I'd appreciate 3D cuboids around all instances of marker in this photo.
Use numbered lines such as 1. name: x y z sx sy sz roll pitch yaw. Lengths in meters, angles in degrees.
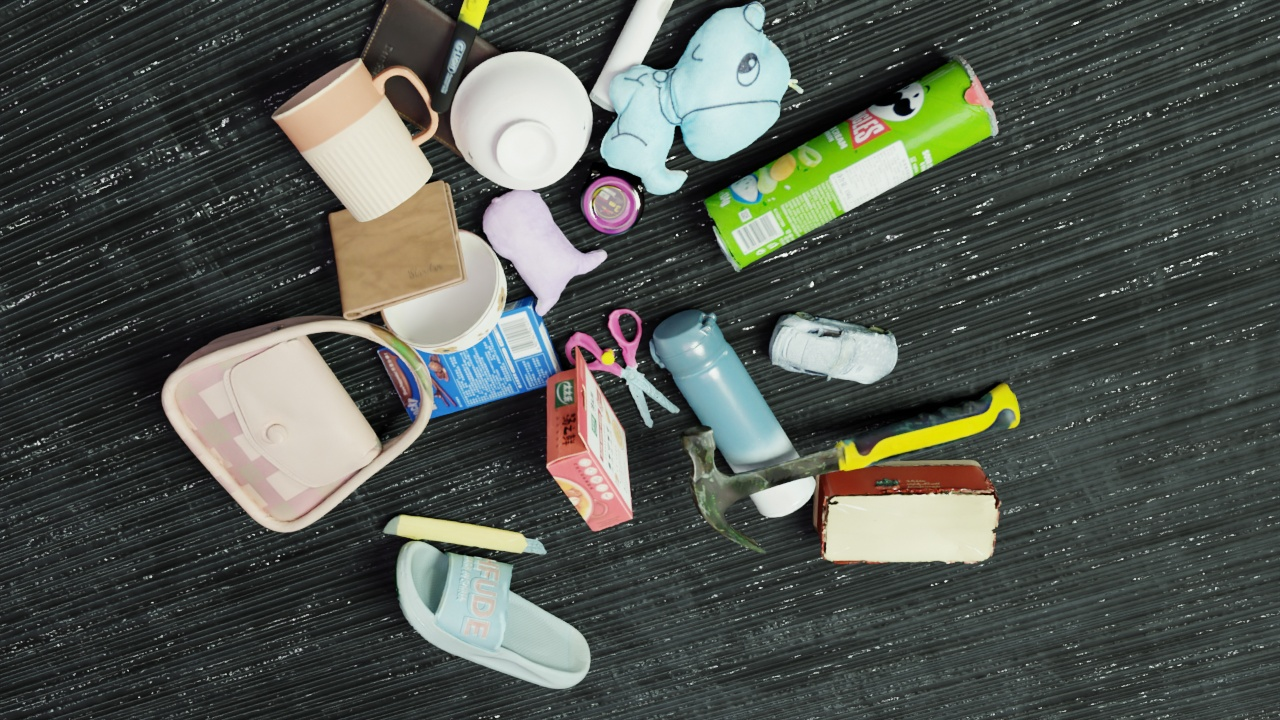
1. marker: -0.142 -0.257 0.735 0.018 0.015 0.124 20 95 -8

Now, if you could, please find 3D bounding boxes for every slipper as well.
1. slipper: -0.149 0.266 0.967 0.245 0.103 0.074 33 115 -18

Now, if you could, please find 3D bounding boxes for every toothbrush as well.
1. toothbrush: 0.021 -0.301 0.723 0.026 0.026 0.221 35 113 9

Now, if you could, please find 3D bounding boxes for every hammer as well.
1. hammer: 0.202 0.087 0.851 0.323 0.032 0.126 -14 101 -10

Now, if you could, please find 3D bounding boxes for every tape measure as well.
1. tape measure: -0.025 -0.139 0.797 0.057 0.039 0.058 12 110 -6

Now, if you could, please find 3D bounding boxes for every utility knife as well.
1. utility knife: -0.185 0.187 0.974 0.173 0.018 0.031 13 120 -3

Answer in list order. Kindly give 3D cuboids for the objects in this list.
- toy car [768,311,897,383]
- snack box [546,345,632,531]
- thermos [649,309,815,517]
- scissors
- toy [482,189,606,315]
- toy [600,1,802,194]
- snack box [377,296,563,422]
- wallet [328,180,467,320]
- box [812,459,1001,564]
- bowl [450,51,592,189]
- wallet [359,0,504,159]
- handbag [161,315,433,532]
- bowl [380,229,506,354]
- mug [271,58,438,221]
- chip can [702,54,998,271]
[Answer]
1. toy car: 0.180 -0.009 0.855 0.120 0.036 0.054 9 116 -6
2. snack box: -0.052 0.072 0.843 0.044 0.113 0.127 -18 131 11
3. thermos: 0.088 0.050 0.872 0.070 0.070 0.220 -29 111 15
4. scissors: -0.004 0.006 0.882 0.137 0.017 0.096 38 105 -20
5. toy: -0.092 -0.105 0.817 0.084 0.039 0.108 -39 105 3
6. toy: 0.051 -0.211 0.748 0.156 0.049 0.162 5 113 -9
7. snack box: -0.161 0.000 0.876 0.157 0.026 0.084 -15 115 10
8. wallet: -0.213 -0.098 0.803 0.115 0.020 0.101 -17 72 7
9. box: 0.261 0.156 0.907 0.168 0.079 0.091 -1 115 3
10. bowl: -0.094 -0.183 0.748 0.118 0.064 0.118 -6 127 -8
11. wallet: -0.171 -0.238 0.766 0.122 0.020 0.096 32 113 -10
12. handbag: -0.302 0.042 0.864 0.234 0.093 0.193 -23 114 14
13. bowl: -0.168 -0.055 0.820 0.113 0.113 0.062 -17 158 10
14. mug: -0.221 -0.187 0.754 0.114 0.081 0.106 -31 120 4
15. chip can: 0.169 -0.159 0.760 0.236 0.072 0.072 -28 112 15
